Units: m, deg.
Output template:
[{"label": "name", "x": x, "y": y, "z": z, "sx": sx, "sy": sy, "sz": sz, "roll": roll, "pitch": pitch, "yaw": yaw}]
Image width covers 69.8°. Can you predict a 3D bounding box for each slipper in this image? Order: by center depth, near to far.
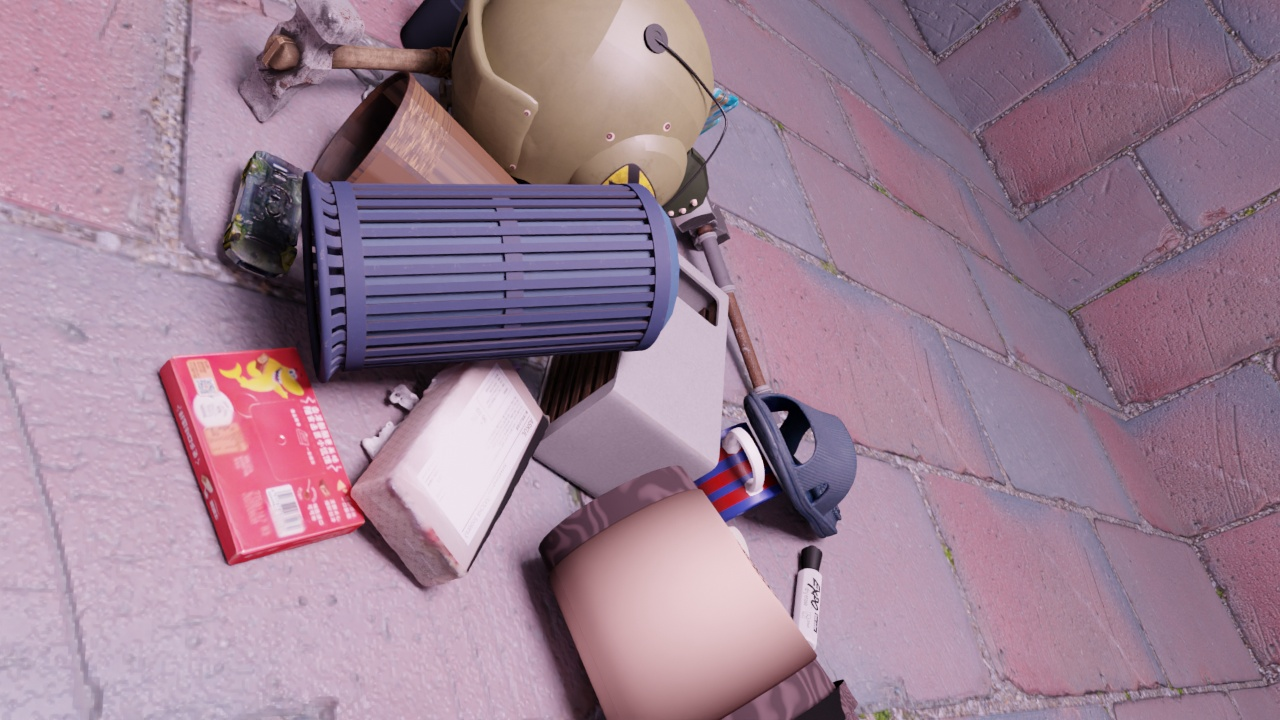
[{"label": "slipper", "x": 0.178, "y": 0.104, "z": 0.921, "sx": 0.263, "sy": 0.082, "sz": 0.101, "roll": 52, "pitch": 13, "yaw": -53}]

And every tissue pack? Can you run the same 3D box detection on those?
[{"label": "tissue pack", "x": -0.140, "y": 0.066, "z": 0.670, "sx": 0.104, "sy": 0.071, "sz": 0.180, "roll": 58, "pitch": 32, "yaw": -23}]

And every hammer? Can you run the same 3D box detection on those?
[{"label": "hammer", "x": -0.212, "y": -0.271, "z": 0.830, "sx": 0.049, "sy": 0.122, "sz": 0.317, "roll": 54, "pitch": 29, "yaw": 3}, {"label": "hammer", "x": 0.113, "y": -0.046, "z": 1.075, "sx": 0.156, "sy": 0.043, "sz": 0.322, "roll": 23, "pitch": 48, "yaw": -73}]

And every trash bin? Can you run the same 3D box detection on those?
[{"label": "trash bin", "x": -0.105, "y": -0.063, "z": 0.659, "sx": 0.249, "sy": 0.140, "sz": 0.139, "roll": -4, "pitch": 61, "yaw": -23}, {"label": "trash bin", "x": -0.005, "y": 0.005, "z": 0.833, "sx": 0.114, "sy": 0.115, "sz": 0.228, "roll": 37, "pitch": 37, "yaw": -24}]

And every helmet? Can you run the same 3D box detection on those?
[{"label": "helmet", "x": -0.061, "y": -0.240, "z": 0.828, "sx": 0.232, "sy": 0.256, "sz": 0.249, "roll": 33, "pitch": 38, "yaw": -43}]

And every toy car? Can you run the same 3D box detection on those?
[{"label": "toy car", "x": -0.275, "y": -0.105, "z": 0.671, "sx": 0.048, "sy": 0.033, "sz": 0.105, "roll": 27, "pitch": 46, "yaw": -37}]

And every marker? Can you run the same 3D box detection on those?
[{"label": "marker", "x": 0.169, "y": 0.236, "z": 0.927, "sx": 0.025, "sy": 0.025, "sz": 0.125, "roll": 43, "pitch": 35, "yaw": -17}]

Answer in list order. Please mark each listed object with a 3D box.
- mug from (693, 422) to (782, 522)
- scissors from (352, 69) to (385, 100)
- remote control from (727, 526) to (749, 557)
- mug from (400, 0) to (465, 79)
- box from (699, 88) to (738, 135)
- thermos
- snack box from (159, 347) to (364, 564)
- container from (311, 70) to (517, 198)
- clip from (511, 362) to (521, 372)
[{"label": "mug", "x": 0.092, "y": 0.104, "z": 0.874, "sx": 0.074, "sy": 0.112, "sz": 0.076, "roll": -23, "pitch": 77, "yaw": -19}, {"label": "scissors", "x": -0.216, "y": -0.252, "z": 0.891, "sx": 0.171, "sy": 0.014, "sz": 0.090, "roll": 0, "pitch": 62, "yaw": -48}, {"label": "remote control", "x": 0.058, "y": 0.177, "z": 0.848, "sx": 0.125, "sy": 0.018, "sz": 0.038, "roll": 5, "pitch": 57, "yaw": -48}, {"label": "mug", "x": -0.189, "y": -0.350, "z": 0.952, "sx": 0.071, "sy": 0.078, "sz": 0.104, "roll": 47, "pitch": 34, "yaw": -11}, {"label": "box", "x": 0.027, "y": -0.274, "z": 1.074, "sx": 0.226, "sy": 0.172, "sz": 0.083, "roll": -41, "pitch": 134, "yaw": -72}, {"label": "thermos", "x": 0.033, "y": 0.206, "z": 0.668, "sx": 0.172, "sy": 0.173, "sz": 0.226, "roll": -5, "pitch": 59, "yaw": -53}, {"label": "snack box", "x": -0.239, "y": 0.056, "z": 0.584, "sx": 0.089, "sy": 0.021, "sz": 0.133, "roll": -7, "pitch": 67, "yaw": -53}, {"label": "container", "x": -0.164, "y": -0.128, "z": 0.751, "sx": 0.167, "sy": 0.132, "sz": 0.132, "roll": 37, "pitch": 37, "yaw": -34}, {"label": "clip", "x": -0.125, "y": -0.003, "z": 0.786, "sx": 0.053, "sy": 0.013, "sz": 0.037, "roll": 19, "pitch": 48, "yaw": -45}]
